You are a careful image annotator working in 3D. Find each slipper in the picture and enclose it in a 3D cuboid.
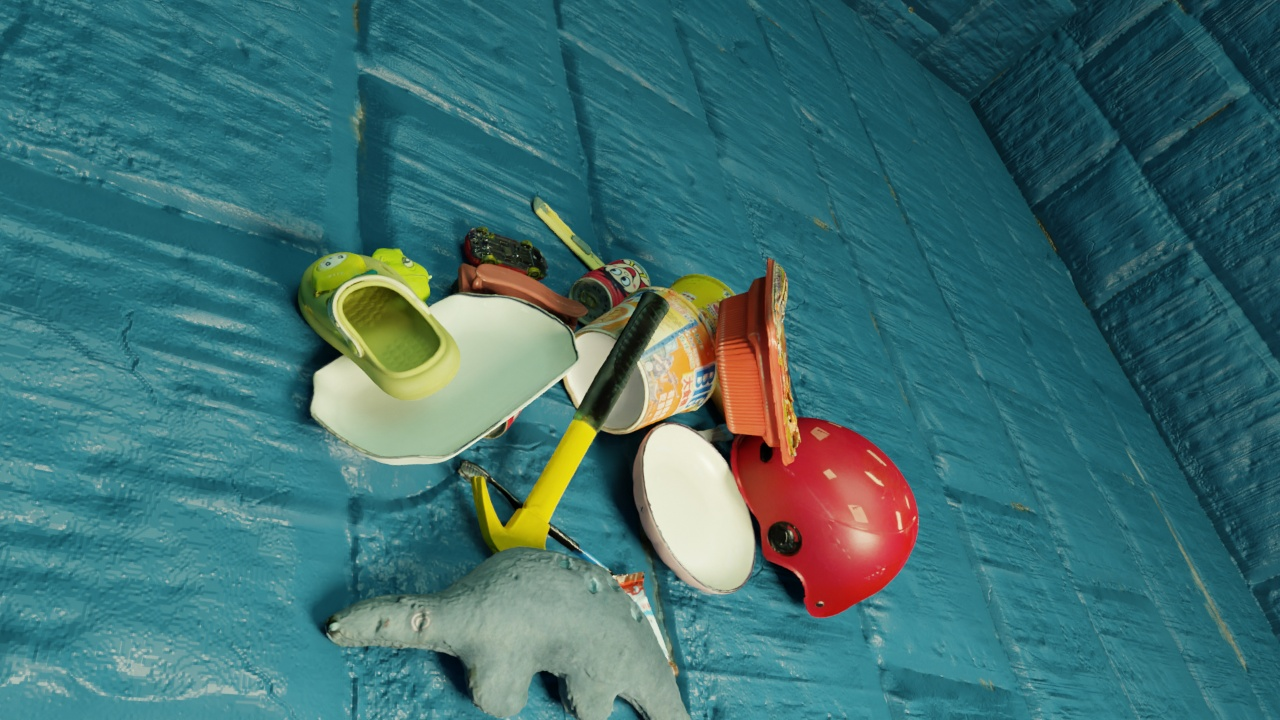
[{"bbox_3d":[-0.228,-0.045,0.792,0.091,0.082,0.190,-35,58,-25],"label":"slipper"}]

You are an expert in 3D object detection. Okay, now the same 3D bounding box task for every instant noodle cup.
[{"bbox_3d":[0.047,-0.025,1.096,0.109,0.138,0.138,-26,78,-47],"label":"instant noodle cup"},{"bbox_3d":[0.129,0.004,1.000,0.164,0.079,0.189,-78,158,-56],"label":"instant noodle cup"},{"bbox_3d":[-0.006,0.006,1.000,0.111,0.152,0.151,-27,79,-46],"label":"instant noodle cup"}]

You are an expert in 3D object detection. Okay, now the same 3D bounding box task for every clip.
[{"bbox_3d":[0.085,0.095,1.122,0.058,0.043,0.026,-1,60,-44],"label":"clip"}]

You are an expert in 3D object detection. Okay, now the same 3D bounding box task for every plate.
[{"bbox_3d":[0.052,0.161,0.985,0.192,0.039,0.192,36,37,-34],"label":"plate"},{"bbox_3d":[-0.171,0.017,0.833,0.162,0.034,0.264,27,38,20],"label":"plate"}]

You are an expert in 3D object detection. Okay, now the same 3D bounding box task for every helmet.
[{"bbox_3d":[0.228,0.158,1.064,0.240,0.144,0.206,54,35,-4],"label":"helmet"}]

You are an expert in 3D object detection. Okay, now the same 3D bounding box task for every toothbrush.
[{"bbox_3d":[-0.097,0.154,0.867,0.189,0.014,0.016,40,37,-15],"label":"toothbrush"}]

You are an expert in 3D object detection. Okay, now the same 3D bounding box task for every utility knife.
[{"bbox_3d":[-0.071,-0.137,1.174,0.190,0.020,0.030,48,40,-10],"label":"utility knife"}]

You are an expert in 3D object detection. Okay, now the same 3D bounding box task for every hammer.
[{"bbox_3d":[-0.052,0.060,0.867,0.128,0.033,0.300,37,67,-19],"label":"hammer"}]

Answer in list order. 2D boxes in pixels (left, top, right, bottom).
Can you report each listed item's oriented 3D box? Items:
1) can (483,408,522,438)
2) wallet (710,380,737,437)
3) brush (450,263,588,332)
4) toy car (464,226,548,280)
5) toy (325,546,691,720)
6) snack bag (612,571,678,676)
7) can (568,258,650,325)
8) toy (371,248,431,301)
[{"bbox_3d":[-0.130,0.020,0.920,0.053,0.053,0.132,44,35,-9],"label":"can"},{"bbox_3d":[0.128,0.037,1.205,0.118,0.035,0.130,-5,60,-56],"label":"wallet"},{"bbox_3d":[-0.127,-0.058,0.984,0.145,0.069,0.063,20,46,-36],"label":"brush"},{"bbox_3d":[-0.152,-0.117,1.045,0.106,0.031,0.049,10,51,-41],"label":"toy car"},{"bbox_3d":[-0.078,0.229,0.763,0.356,0.092,0.137,26,69,-29],"label":"toy"},{"bbox_3d":[0.001,0.253,0.871,0.048,0.026,0.104,-2,58,-35],"label":"snack bag"},{"bbox_3d":[-0.037,-0.081,1.107,0.066,0.067,0.093,52,35,4],"label":"can"},{"bbox_3d":[-0.246,-0.070,0.897,0.100,0.031,0.096,-8,64,-46],"label":"toy"}]
